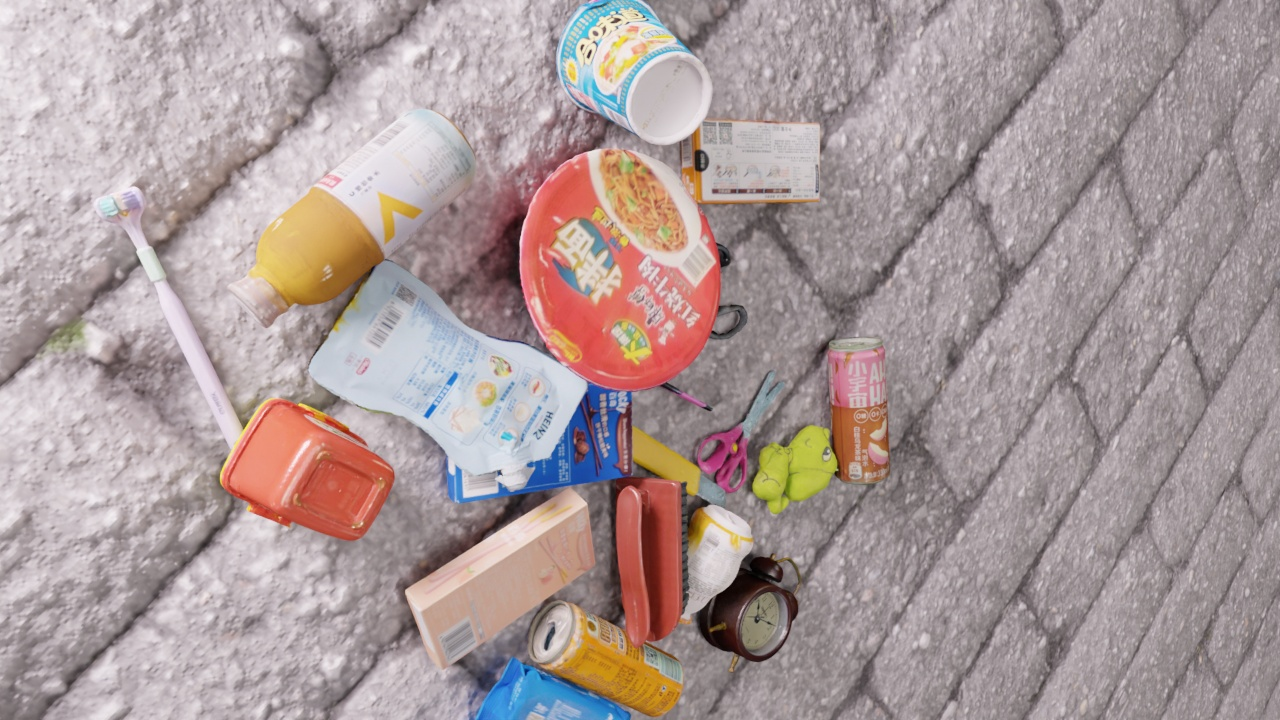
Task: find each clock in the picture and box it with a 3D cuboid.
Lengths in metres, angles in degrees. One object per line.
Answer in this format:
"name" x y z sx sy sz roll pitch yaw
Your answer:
"clock" 0.113 0.242 0.902 0.121 0.055 0.082 -37 115 -26

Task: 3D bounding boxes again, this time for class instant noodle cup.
"instant noodle cup" -0.026 -0.070 0.748 0.193 0.066 0.193 2 86 -34
"instant noodle cup" -0.001 -0.219 0.709 0.099 0.110 0.099 -16 131 -19

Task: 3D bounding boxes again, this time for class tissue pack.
"tissue pack" -0.080 0.320 0.784 0.157 0.052 0.094 37 74 -32

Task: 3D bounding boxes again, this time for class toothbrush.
"toothbrush" -0.302 -0.020 0.606 0.029 0.021 0.189 -24 112 -18
"toothbrush" -0.005 0.005 0.807 0.189 0.014 0.017 28 74 -30

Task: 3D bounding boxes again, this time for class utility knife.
"utility knife" 0.013 0.091 0.836 0.193 0.015 0.033 35 80 -29

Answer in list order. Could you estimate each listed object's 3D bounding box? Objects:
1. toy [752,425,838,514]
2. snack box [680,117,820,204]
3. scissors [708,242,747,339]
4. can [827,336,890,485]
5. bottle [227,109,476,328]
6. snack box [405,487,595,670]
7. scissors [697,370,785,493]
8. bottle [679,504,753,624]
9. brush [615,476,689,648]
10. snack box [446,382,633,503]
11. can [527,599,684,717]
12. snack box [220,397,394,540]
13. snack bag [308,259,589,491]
"toy" 0.157 0.110 0.929 0.100 0.031 0.096 14 88 -30
"snack box" 0.106 -0.185 0.856 0.153 0.026 0.075 -7 100 -34
"scissors" 0.029 -0.044 0.834 0.159 0.014 0.170 24 84 -30
"can" 0.226 0.052 0.951 0.057 0.058 0.147 -13 103 -32
"bottle" -0.199 -0.098 0.637 0.189 0.068 0.068 -46 119 -20
"snack box" -0.108 0.175 0.742 0.157 0.026 0.085 -30 138 -27
"scissors" 0.109 0.072 0.902 0.137 0.017 0.077 -46 118 -25
"bottle" 0.057 0.191 0.854 0.063 0.063 0.108 26 96 -34
"brush" 0.007 0.176 0.806 0.069 0.063 0.146 -10 99 -59
"snack box" -0.081 0.063 0.754 0.157 0.026 0.084 -5 100 -26
"can" -0.028 0.264 0.808 0.146 0.058 0.058 37 76 -32
"snack box" -0.224 0.080 0.629 0.091 0.080 0.082 38 76 -45
"snack bag" -0.139 0.014 0.687 0.191 0.039 0.110 34 63 -19
